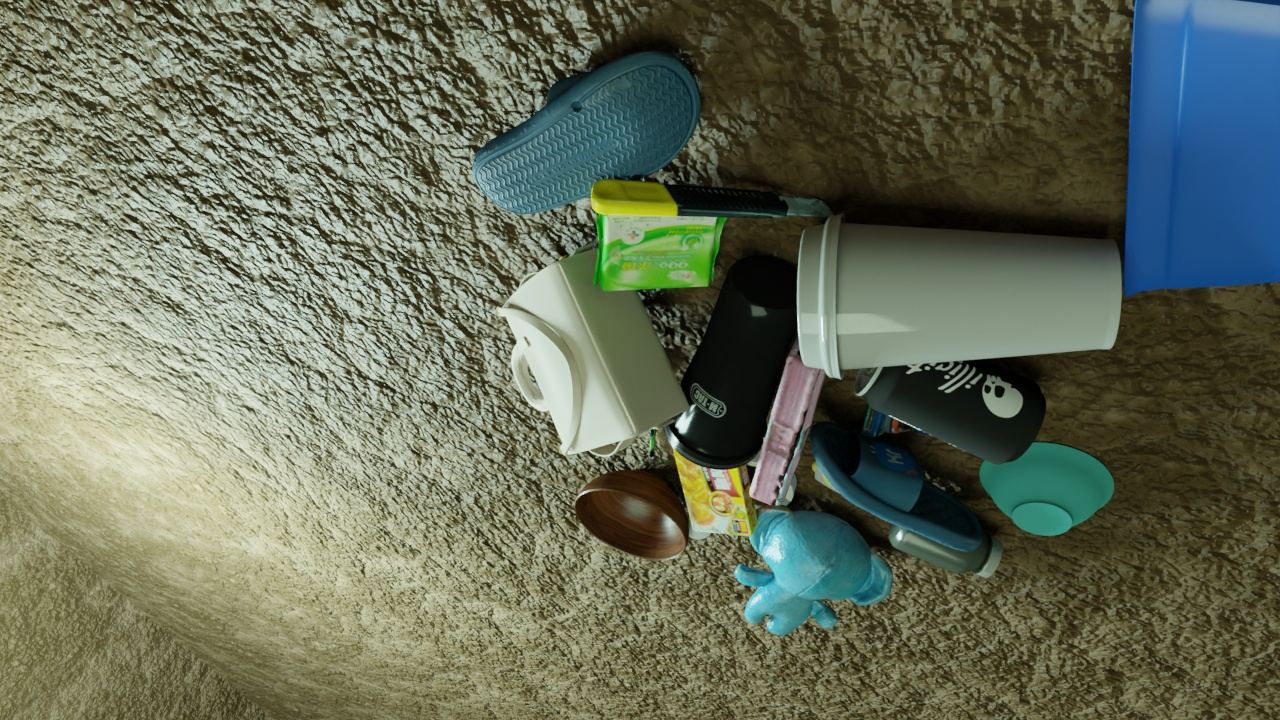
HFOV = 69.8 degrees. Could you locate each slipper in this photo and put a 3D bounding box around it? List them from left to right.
[{"bbox_3d":[-0.044,-0.183,0.751,0.214,0.059,0.104,-22,134,30],"label":"slipper"},{"bbox_3d":[0.259,0.118,0.918,0.213,0.103,0.059,29,116,-12],"label":"slipper"}]

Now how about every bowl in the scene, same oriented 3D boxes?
[{"bbox_3d":[-0.002,0.179,1.141,0.147,0.068,0.147,16,142,13],"label":"bowl"},{"bbox_3d":[0.392,0.136,0.893,0.121,0.046,0.121,15,141,12],"label":"bowl"}]

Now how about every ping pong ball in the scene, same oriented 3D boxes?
[{"bbox_3d":[0.073,0.205,1.154,0.040,0.040,0.040,15,141,12],"label":"ping pong ball"}]

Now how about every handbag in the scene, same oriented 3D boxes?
[{"bbox_3d":[-0.069,0.004,0.912,0.198,0.101,0.194,-24,90,50],"label":"handbag"}]

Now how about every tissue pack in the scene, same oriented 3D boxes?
[{"bbox_3d":[0.016,-0.104,0.799,0.114,0.034,0.100,-3,140,-7],"label":"tissue pack"}]

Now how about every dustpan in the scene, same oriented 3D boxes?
[{"bbox_3d":[0.440,-0.130,0.546,0.258,0.059,0.246,10,141,34],"label":"dustpan"}]

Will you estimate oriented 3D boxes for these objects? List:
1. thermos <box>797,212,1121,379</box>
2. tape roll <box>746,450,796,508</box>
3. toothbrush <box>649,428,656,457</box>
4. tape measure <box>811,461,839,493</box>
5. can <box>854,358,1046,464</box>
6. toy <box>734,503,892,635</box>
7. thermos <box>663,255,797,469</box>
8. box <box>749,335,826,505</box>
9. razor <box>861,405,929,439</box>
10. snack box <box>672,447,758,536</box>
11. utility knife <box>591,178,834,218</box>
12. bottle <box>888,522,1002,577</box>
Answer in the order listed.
[{"bbox_3d":[0.239,-0.050,0.707,0.222,0.131,0.132,1,137,17],"label":"thermos"},{"bbox_3d":[0.132,0.138,1.060,0.094,0.019,0.094,16,142,13],"label":"tape roll"},{"bbox_3d":[0.014,0.054,1.032,0.017,0.014,0.188,27,144,19],"label":"toothbrush"},{"bbox_3d":[0.223,0.120,0.991,0.064,0.016,0.065,31,142,-8],"label":"tape measure"},{"bbox_3d":[0.270,0.029,0.806,0.146,0.080,0.080,25,142,1],"label":"can"},{"bbox_3d":[0.193,0.250,1.089,0.183,0.114,0.181,28,121,-4],"label":"toy"},{"bbox_3d":[0.091,0.005,0.868,0.106,0.105,0.219,21,137,5],"label":"thermos"},{"bbox_3d":[0.153,0.046,0.884,0.041,0.098,0.233,24,142,15],"label":"box"},{"bbox_3d":[0.290,0.071,0.895,0.141,0.018,0.044,15,105,10],"label":"razor"},{"bbox_3d":[0.081,0.126,1.030,0.075,0.025,0.152,-1,116,30],"label":"snack box"},{"bbox_3d":[0.059,-0.128,0.746,0.198,0.028,0.020,3,152,1],"label":"utility knife"},{"bbox_3d":[0.327,0.192,0.984,0.108,0.060,0.060,23,142,3],"label":"bottle"}]
